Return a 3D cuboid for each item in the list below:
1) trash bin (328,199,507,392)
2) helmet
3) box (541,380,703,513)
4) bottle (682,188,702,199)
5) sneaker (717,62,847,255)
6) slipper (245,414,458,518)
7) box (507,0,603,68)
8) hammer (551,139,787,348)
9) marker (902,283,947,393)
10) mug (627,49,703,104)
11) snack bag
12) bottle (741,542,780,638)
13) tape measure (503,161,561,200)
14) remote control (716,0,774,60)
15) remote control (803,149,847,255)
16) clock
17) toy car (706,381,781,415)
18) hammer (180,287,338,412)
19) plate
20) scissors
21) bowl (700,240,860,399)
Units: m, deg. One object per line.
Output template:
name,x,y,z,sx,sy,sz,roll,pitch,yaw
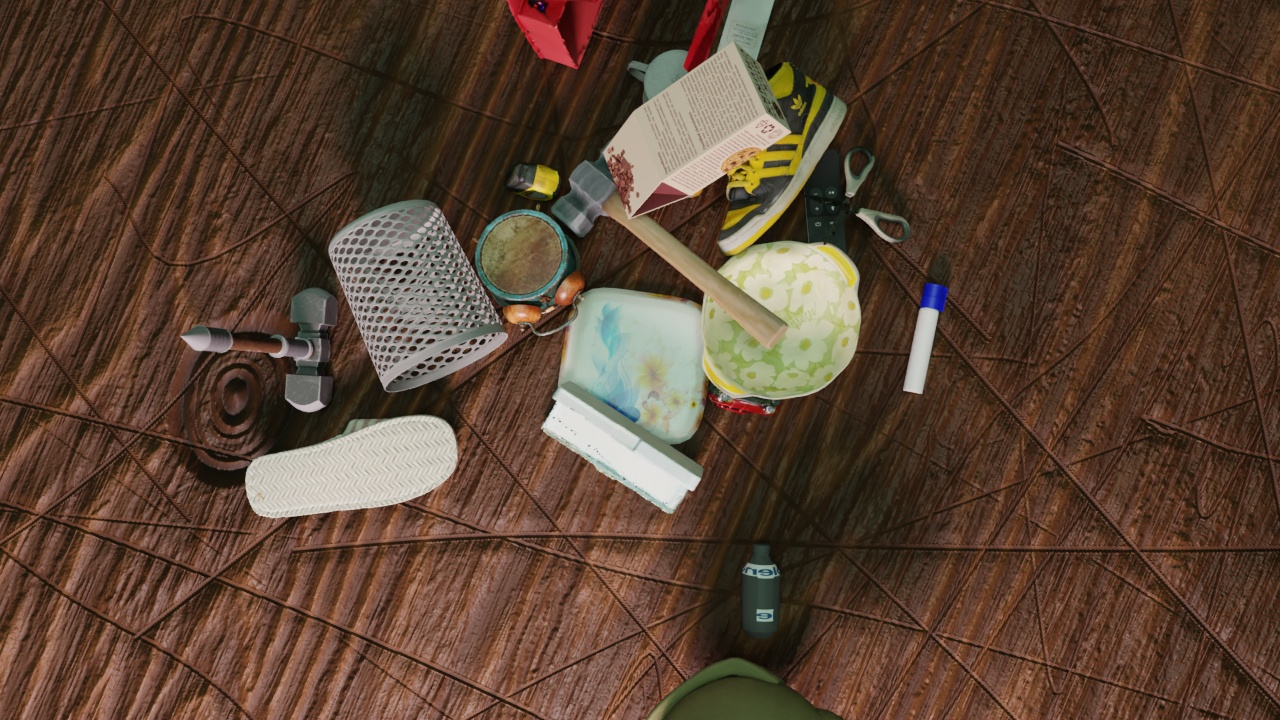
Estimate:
trash bin,-0.269,-0.079,1.092,0.156,0.156,0.183,-27,85,2
helmet,0.115,0.448,0.995,0.250,0.255,0.233,-37,90,0
box,-0.025,0.106,1.098,0.197,0.077,0.123,33,131,4
bottle,0.069,-0.253,1.122,0.063,0.063,0.109,34,82,3
sneaker,0.136,-0.248,1.084,0.122,0.086,0.238,38,78,-15
slipper,-0.355,0.130,1.142,0.263,0.052,0.115,-13,86,-1
box,-0.063,-0.470,0.983,0.124,0.378,0.211,21,89,-12
hammer,0.041,-0.128,1.088,0.323,0.051,0.117,41,91,17
marker,0.347,-0.026,1.121,0.027,0.023,0.133,12,89,-18
mug,0.032,-0.337,1.123,0.113,0.070,0.084,32,90,2
snack bag,0.052,-0.252,1.042,0.207,0.069,0.094,-29,71,26
bottle,0.146,0.278,1.113,0.047,0.047,0.112,2,88,3
tape measure,-0.131,-0.223,1.131,0.064,0.066,0.037,14,85,-19
remote control,0.130,-0.413,1.148,0.050,0.011,0.136,17,90,3
remote control,0.228,-0.188,1.139,0.045,0.008,0.146,-5,88,3
clock,-0.129,-0.103,1.123,0.121,0.073,0.157,-27,76,2
toy car,0.127,0.044,1.121,0.091,0.042,0.036,11,127,7
hammer,-0.417,-0.018,1.012,0.043,0.322,0.156,3,88,3
plate,-0.007,0.007,1.142,0.187,0.016,0.187,8,89,3
scissors,0.260,-0.193,1.104,0.170,0.013,0.157,18,65,-23
bowl,0.167,-0.048,1.113,0.219,0.060,0.188,-45,87,2
